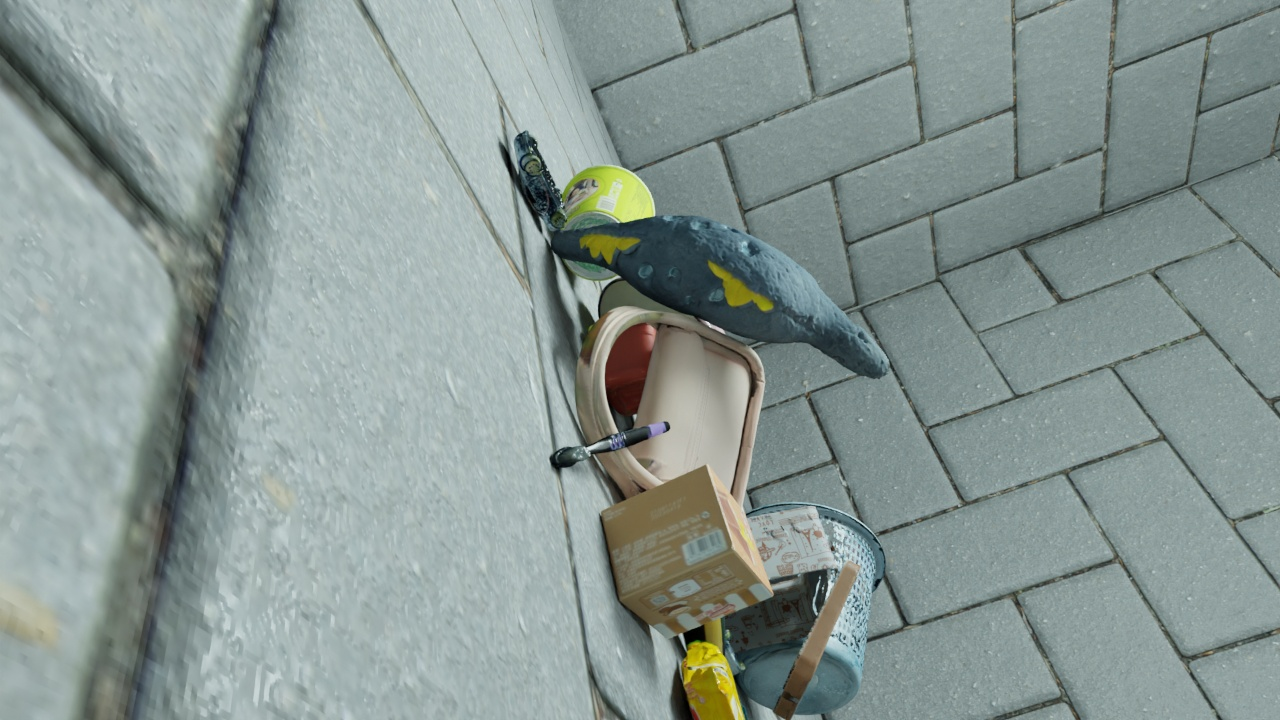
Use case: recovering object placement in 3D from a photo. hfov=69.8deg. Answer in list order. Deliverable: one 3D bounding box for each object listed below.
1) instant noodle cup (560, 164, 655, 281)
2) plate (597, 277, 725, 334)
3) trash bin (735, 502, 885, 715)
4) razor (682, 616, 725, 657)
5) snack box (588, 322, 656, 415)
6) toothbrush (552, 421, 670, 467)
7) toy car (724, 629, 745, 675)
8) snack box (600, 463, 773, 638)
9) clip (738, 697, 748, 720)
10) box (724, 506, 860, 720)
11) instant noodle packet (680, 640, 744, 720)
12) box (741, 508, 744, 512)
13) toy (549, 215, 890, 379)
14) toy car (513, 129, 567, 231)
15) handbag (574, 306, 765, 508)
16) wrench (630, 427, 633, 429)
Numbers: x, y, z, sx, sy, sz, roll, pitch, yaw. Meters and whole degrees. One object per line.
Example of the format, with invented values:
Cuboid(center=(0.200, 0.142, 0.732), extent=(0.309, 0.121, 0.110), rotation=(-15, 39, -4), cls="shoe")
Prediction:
Cuboid(center=(-0.044, -0.145, 1.015), extent=(0.123, 0.112, 0.112), rotation=(-80, 150, -62), cls="instant noodle cup")
Cuboid(center=(0.035, -0.019, 1.013), extent=(0.192, 0.038, 0.193), rotation=(33, -33, 25), cls="plate")
Cuboid(center=(0.201, 0.327, 1.169), extent=(0.194, 0.227, 0.227), rotation=(-76, 148, -52), cls="trash bin")
Cuboid(center=(0.049, 0.214, 0.809), extent=(0.067, 0.062, 0.168), rotation=(-43, 133, -45), cls="razor")
Cuboid(center=(-0.006, 0.005, 0.936), extent=(0.091, 0.082, 0.080), rotation=(58, 23, -56), cls="snack box")
Cuboid(center=(-0.014, 0.060, 0.688), extent=(0.188, 0.017, 0.014), rotation=(-8, 80, -64), cls="toothbrush")
Cuboid(center=(0.077, 0.292, 0.927), extent=(0.043, 0.034, 0.090), rotation=(63, -8, -3), cls="toy car")
Cuboid(center=(0.035, 0.147, 0.699), extent=(0.094, 0.093, 0.077), rotation=(53, 16, -48), cls="snack box")
Cuboid(center=(0.110, 0.392, 0.991), extent=(0.056, 0.014, 0.040), rotation=(-101, 169, -54), cls="clip")
Cuboid(center=(0.156, 0.282, 0.976), extent=(0.183, 0.153, 0.177), rotation=(86, -7, -51), cls="box")
Cuboid(center=(0.065, 0.299, 0.743), extent=(0.111, 0.044, 0.128), rotation=(89, -15, -88), cls="instant noodle packet")
Cuboid(center=(0.084, 0.189, 1.097), extent=(0.184, 0.061, 0.089), rotation=(29, 52, -71), cls="box")
Cuboid(center=(0.076, -0.071, 0.862), extent=(0.138, 0.356, 0.091), rotation=(93, 20, -74), cls="toy")
Cuboid(center=(-0.100, -0.174, 0.893), extent=(0.048, 0.031, 0.106), rotation=(-105, 173, -49), cls="toy car")
Cuboid(center=(0.019, 0.043, 0.820), extent=(0.234, 0.093, 0.193), rotation=(38, 57, -51), cls="handbag")
Cuboid(center=(0.005, 0.082, 1.061), extent=(0.273, 0.016, 0.056), rotation=(-48, 120, -83), cls="wrench")
